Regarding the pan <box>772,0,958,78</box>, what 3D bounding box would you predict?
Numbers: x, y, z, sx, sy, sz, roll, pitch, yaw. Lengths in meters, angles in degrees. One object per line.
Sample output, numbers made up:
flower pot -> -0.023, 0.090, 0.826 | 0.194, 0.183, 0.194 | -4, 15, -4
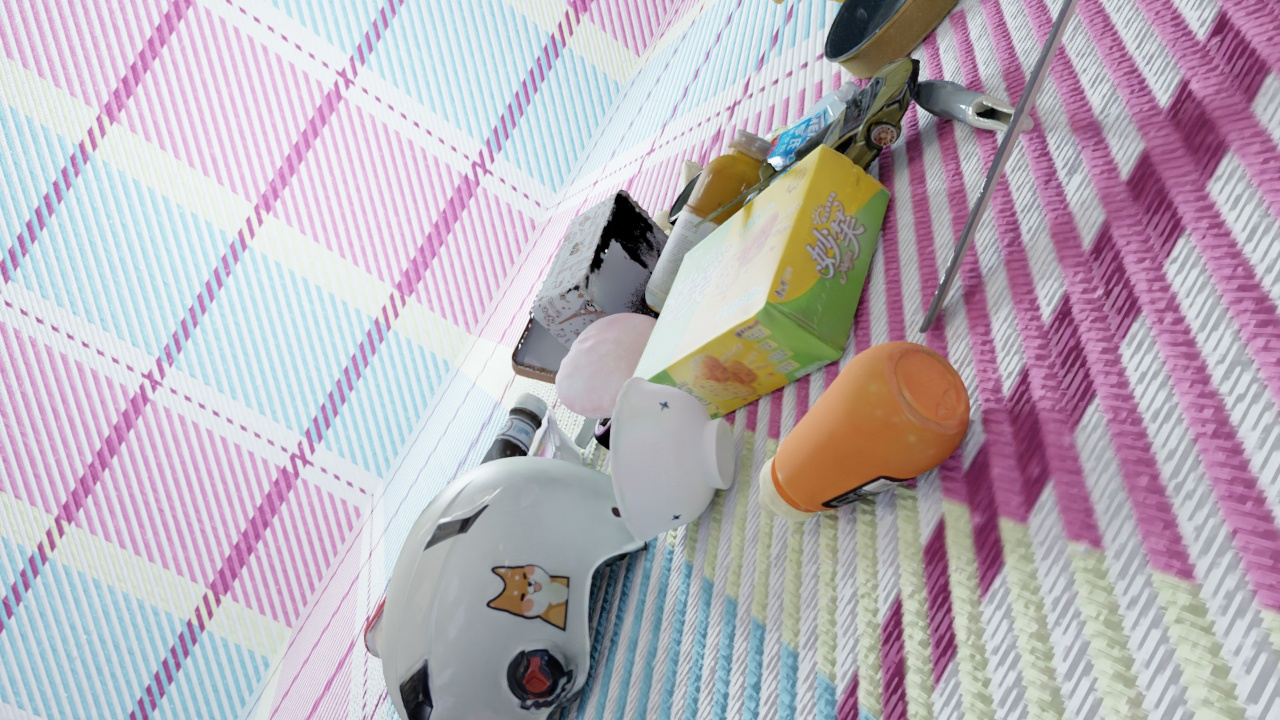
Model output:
pan -> 0.221, -0.379, 0.921 | 0.198, 0.078, 0.357 | -56, 15, 5

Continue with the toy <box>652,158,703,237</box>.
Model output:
toy -> 0.034, -0.170, 1.120 | 0.157, 0.066, 0.105 | -62, 9, 12

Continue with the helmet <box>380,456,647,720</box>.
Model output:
helmet -> -0.128, 0.193, 0.753 | 0.273, 0.157, 0.230 | -63, 15, -16

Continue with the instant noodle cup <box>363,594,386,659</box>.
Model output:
instant noodle cup -> -0.203, 0.284, 0.920 | 0.116, 0.116, 0.124 | -57, 28, 5

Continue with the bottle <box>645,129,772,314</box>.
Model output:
bottle -> 0.069, -0.127, 0.881 | 0.190, 0.068, 0.068 | -65, 14, 10

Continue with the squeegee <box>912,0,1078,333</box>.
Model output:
squeegee -> 0.217, -0.161, 0.591 | 0.246, 0.039, 0.247 | -81, 9, -70

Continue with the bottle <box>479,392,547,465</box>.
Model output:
bottle -> -0.150, 0.121, 0.953 | 0.080, 0.044, 0.194 | -33, 28, 56

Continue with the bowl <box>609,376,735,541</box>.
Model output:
bowl -> 0.030, 0.068, 0.652 | 0.065, 0.118, 0.118 | -5, 41, 20

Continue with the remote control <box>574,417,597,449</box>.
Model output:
remote control -> -0.035, 0.043, 0.963 | 0.048, 0.024, 0.125 | -58, 1, -44

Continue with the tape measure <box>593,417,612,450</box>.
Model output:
tape measure -> -0.020, 0.060, 0.894 | 0.057, 0.039, 0.058 | -55, 16, 10

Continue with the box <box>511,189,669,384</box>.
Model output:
box -> -0.056, -0.062, 1.036 | 0.175, 0.152, 0.181 | -22, 35, 36

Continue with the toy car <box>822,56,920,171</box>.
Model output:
toy car -> 0.167, -0.169, 0.715 | 0.159, 0.042, 0.070 | 121, 171, -50

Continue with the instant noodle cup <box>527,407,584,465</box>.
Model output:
instant noodle cup -> -0.109, 0.138, 0.985 | 0.138, 0.060, 0.173 | -56, 17, 8

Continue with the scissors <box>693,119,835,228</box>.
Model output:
scissors -> 0.106, -0.152, 0.768 | 0.179, 0.014, 0.160 | -35, -7, -21

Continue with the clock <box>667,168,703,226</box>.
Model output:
clock -> 0.079, -0.179, 1.019 | 0.121, 0.055, 0.082 | -60, 15, -12

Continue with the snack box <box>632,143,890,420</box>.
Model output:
snack box -> 0.086, -0.048, 0.716 | 0.211, 0.070, 0.157 | -33, 29, 57

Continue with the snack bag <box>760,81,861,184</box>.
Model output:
snack bag -> 0.144, -0.199, 0.896 | 0.110, 0.039, 0.191 | -60, 17, -18

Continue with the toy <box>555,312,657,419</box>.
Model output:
toy -> -0.005, 0.005, 0.857 | 0.160, 0.054, 0.121 | 4, 55, 36

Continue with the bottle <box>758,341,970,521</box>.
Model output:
bottle -> 0.107, 0.049, 0.493 | 0.150, 0.066, 0.066 | -51, 15, 50
